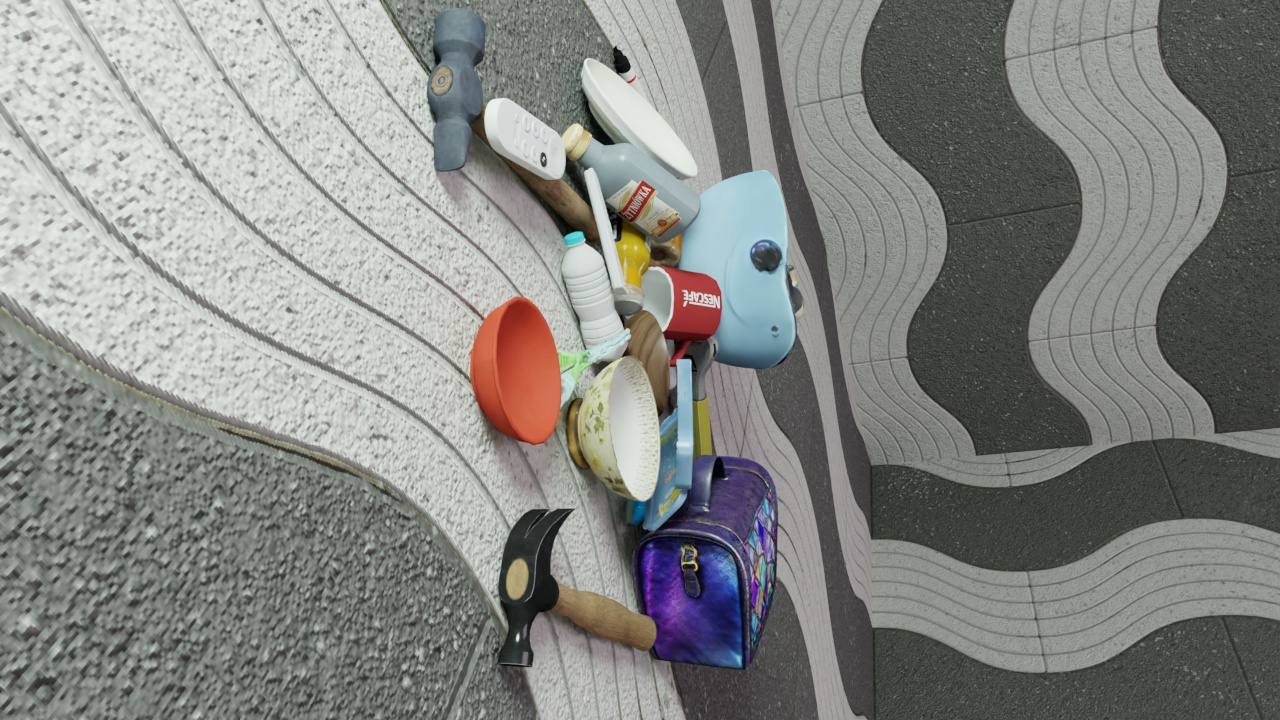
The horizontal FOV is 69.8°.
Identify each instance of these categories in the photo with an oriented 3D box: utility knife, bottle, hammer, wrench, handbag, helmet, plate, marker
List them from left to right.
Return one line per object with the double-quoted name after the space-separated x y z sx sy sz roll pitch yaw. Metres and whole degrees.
-0.100 -0.176 0.850 0.321 0.040 0.129 36 53 -66 "hammer"
-0.045 0.227 0.847 0.305 0.040 0.132 49 41 -59 "hammer"
-0.049 -0.064 0.934 0.044 0.044 0.136 -63 141 -59 "bottle"
-0.016 -0.193 0.984 0.161 0.072 0.046 33 47 -27 "bottle"
-0.015 -0.141 1.051 0.053 0.053 0.185 50 37 -58 "bottle"
-0.008 -0.272 1.068 0.182 0.034 0.182 40 22 -20 "plate"
-0.008 -0.360 1.214 0.145 0.019 0.019 54 33 -54 "marker"
0.014 0.177 1.068 0.198 0.015 0.031 29 59 -67 "utility knife"
0.025 -0.190 1.184 0.059 0.059 0.166 61 24 -46 "bottle"
0.077 0.067 1.205 0.018 0.084 0.274 -23 119 -31 "wrench"
0.081 0.214 1.053 0.204 0.126 0.222 -42 130 -65 "handbag"
0.118 -0.120 1.223 0.225 0.166 0.266 -146 -124 -77 "helmet"

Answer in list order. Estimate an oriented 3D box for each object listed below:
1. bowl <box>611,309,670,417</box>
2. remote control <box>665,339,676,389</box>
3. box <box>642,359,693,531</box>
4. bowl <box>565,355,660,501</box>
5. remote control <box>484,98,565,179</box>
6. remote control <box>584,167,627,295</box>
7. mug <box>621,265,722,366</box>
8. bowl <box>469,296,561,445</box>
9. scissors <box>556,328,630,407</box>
-0.006 0.006 0.997 0.119 0.032 0.119 174 -90 -69 "bowl"
0.023 -0.032 1.164 0.060 0.025 0.138 38 45 -64 "remote control"
0.040 0.090 1.013 0.209 0.039 0.127 -83 -170 -65 "box"
-0.031 0.070 0.903 0.145 0.063 0.145 -7 90 -71 "bowl"
-0.096 -0.188 0.787 0.136 0.013 0.043 9 82 -71 "remote control"
-0.036 -0.130 0.930 0.033 0.012 0.131 48 27 -78 "remote control"
0.038 -0.050 1.092 0.096 0.081 0.116 2 90 -51 "mug"
-0.105 0.010 0.752 0.121 0.035 0.122 -7 90 -71 "bowl"
-0.054 -0.001 0.875 0.173 0.033 0.065 -33 107 -56 "scissors"
